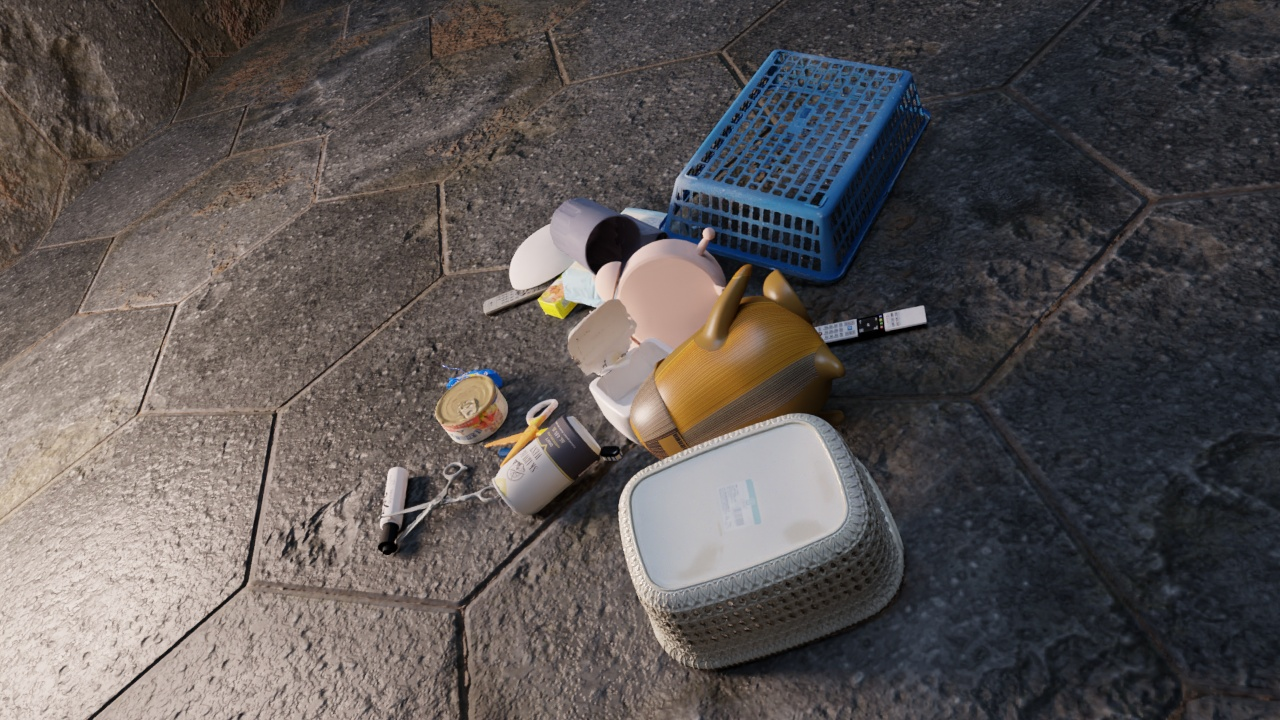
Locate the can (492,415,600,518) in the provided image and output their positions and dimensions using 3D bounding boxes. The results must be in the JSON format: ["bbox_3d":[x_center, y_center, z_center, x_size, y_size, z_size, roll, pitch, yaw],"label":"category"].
[{"bbox_3d":[-0.108,0.122,1.024,0.127,0.064,0.064,-40,40,-1],"label":"can"}]

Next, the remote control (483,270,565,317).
[{"bbox_3d":[-0.167,-0.099,1.345,0.136,0.013,0.033,-22,39,8],"label":"remote control"}]

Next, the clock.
[{"bbox_3d":[0.034,-0.072,1.098,0.161,0.131,0.086,-15,26,24],"label":"clock"}]

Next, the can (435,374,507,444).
[{"bbox_3d":[-0.216,0.063,1.176,0.086,0.043,0.086,-16,41,14],"label":"can"}]

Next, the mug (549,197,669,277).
[{"bbox_3d":[-0.042,-0.164,1.192,0.123,0.084,0.104,-15,30,-28],"label":"mug"}]

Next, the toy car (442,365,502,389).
[{"bbox_3d":[-0.230,0.017,1.238,0.092,0.033,0.061,-17,47,14],"label":"toy car"}]

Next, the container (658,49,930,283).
[{"bbox_3d":[0.209,-0.280,1.216,0.257,0.089,0.361,19,57,24],"label":"container"}]

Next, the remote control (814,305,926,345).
[{"bbox_3d":[0.258,-0.037,1.034,0.124,0.012,0.028,-11,42,19],"label":"remote control"}]

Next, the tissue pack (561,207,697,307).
[{"bbox_3d":[-0.012,-0.139,1.258,0.112,0.070,0.181,16,54,40],"label":"tissue pack"}]

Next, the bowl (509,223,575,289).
[{"bbox_3d":[-0.138,-0.167,1.352,0.150,0.043,0.149,-27,26,15],"label":"bowl"}]

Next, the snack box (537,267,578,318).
[{"bbox_3d":[-0.083,-0.121,1.309,0.040,0.029,0.147,17,57,41],"label":"snack box"}]

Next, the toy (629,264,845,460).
[{"bbox_3d":[0.086,0.023,0.900,0.203,0.198,0.162,-32,26,9],"label":"toy"}]

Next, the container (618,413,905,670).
[{"bbox_3d":[0.099,0.155,0.815,0.246,0.143,0.184,-22,53,7],"label":"container"}]

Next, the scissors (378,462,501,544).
[{"bbox_3d":[-0.223,0.164,1.078,0.174,0.014,0.141,-5,32,15],"label":"scissors"}]

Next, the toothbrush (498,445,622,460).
[{"bbox_3d":[-0.097,0.109,1.081,0.168,0.014,0.014,-4,45,28],"label":"toothbrush"}]

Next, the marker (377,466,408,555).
[{"bbox_3d":[-0.299,0.182,1.109,0.025,0.025,0.125,-20,40,10],"label":"marker"}]

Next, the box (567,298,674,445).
[{"bbox_3d":[-0.014,0.000,1.055,0.108,0.137,0.126,-36,41,-14],"label":"box"}]

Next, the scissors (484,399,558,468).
[{"bbox_3d":[-0.131,0.085,1.115,0.125,0.011,0.127,-15,30,12],"label":"scissors"}]
